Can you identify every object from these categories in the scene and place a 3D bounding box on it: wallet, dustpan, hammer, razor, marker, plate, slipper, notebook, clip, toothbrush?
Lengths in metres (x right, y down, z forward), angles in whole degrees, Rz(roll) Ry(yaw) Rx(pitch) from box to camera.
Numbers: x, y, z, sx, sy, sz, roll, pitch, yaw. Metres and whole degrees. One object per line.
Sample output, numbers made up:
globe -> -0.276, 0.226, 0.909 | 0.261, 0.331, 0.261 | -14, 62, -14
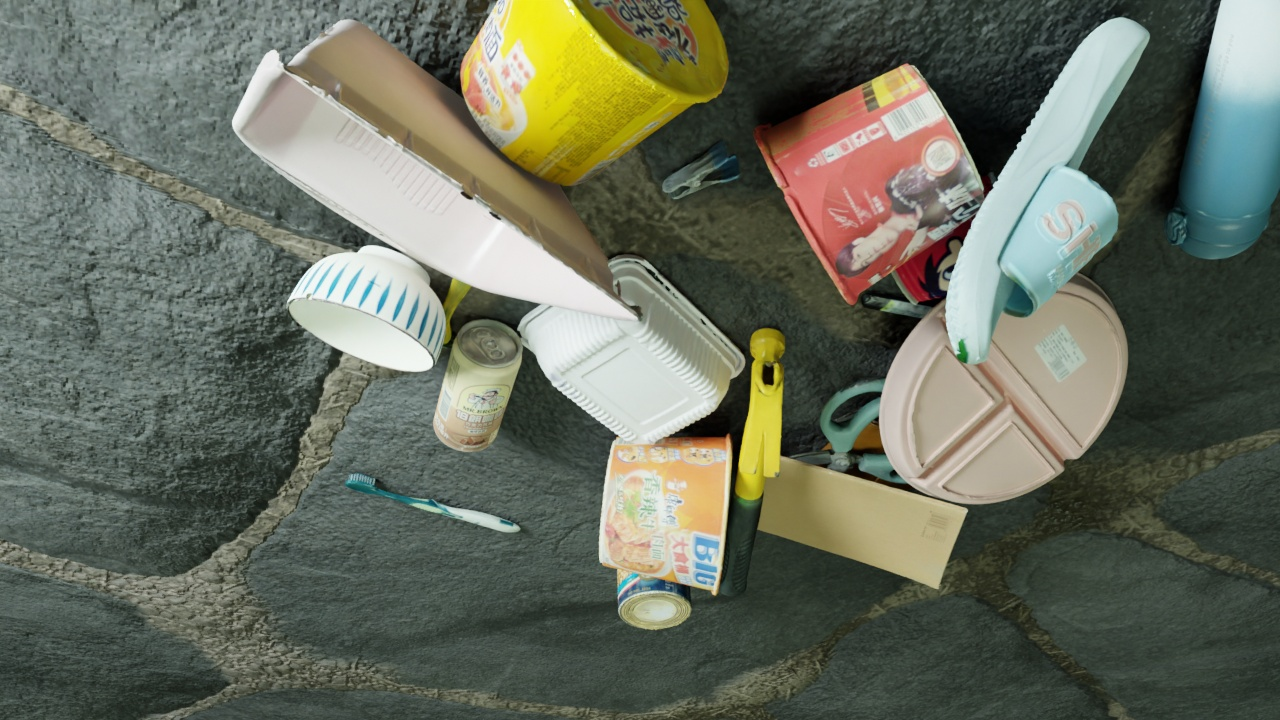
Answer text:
wallet -> 0.234, 0.101, 0.901 | 0.119, 0.035, 0.131 | 19, 137, -13
dustpan -> -0.144, -0.088, 0.561 | 0.222, 0.273, 0.139 | 35, 107, -27
hammer -> 0.098, 0.120, 0.839 | 0.033, 0.128, 0.301 | 7, 133, 4
razor -> -0.147, -0.059, 0.734 | 0.043, 0.028, 0.133 | 24, 128, -19
marker -> 0.246, -0.042, 0.774 | 0.124, 0.015, 0.018 | 9, 134, -7
plate -> 0.314, 0.029, 0.782 | 0.229, 0.028, 0.230 | -6, 117, -12
slipper -> 0.268, -0.101, 0.584 | 0.074, 0.245, 0.104 | 28, 175, 22
notebook -> 0.199, 0.154, 0.899 | 0.212, 0.012, 0.150 | 15, 144, 18
clip -> 0.042, -0.135, 0.664 | 0.058, 0.026, 0.041 | -23, 139, 25
toothbrush -> -0.211, 0.149, 0.950 | 0.191, 0.018, 0.016 | 21, 131, -25

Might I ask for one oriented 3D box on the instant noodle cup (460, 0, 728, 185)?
instant noodle cup -> -0.033, -0.180, 0.546 | 0.138, 0.137, 0.110 | 30, 136, -28

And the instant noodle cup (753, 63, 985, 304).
instant noodle cup -> 0.156, -0.121, 0.612 | 0.109, 0.137, 0.138 | -29, 130, 16

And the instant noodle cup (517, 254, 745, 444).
instant noodle cup -> -0.005, 0.005, 0.779 | 0.138, 0.060, 0.173 | -31, 130, 26

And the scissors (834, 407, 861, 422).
scissors -> 0.262, 0.025, 0.832 | 0.176, 0.014, 0.159 | -5, 140, 7

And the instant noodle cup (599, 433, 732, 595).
instant noodle cup -> 0.024, 0.138, 0.862 | 0.111, 0.151, 0.152 | 6, 135, 3

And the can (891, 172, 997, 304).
can -> 0.234, -0.089, 0.687 | 0.094, 0.066, 0.066 | -28, 130, 24

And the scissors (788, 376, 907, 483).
scissors -> 0.210, 0.067, 0.828 | 0.170, 0.019, 0.181 | -5, 137, 18

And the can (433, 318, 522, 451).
can -> -0.141, 0.024, 0.793 | 0.058, 0.058, 0.117 | 12, 133, -14

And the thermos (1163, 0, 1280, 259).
thermos -> 0.408, -0.165, 0.618 | 0.070, 0.070, 0.221 | -10, 135, 7

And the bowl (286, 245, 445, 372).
bowl -> -0.201, -0.045, 0.702 | 0.116, 0.066, 0.117 | 16, 159, 6

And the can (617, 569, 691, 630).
can -> 0.013, 0.214, 0.954 | 0.075, 0.111, 0.075 | -1, 135, -1
